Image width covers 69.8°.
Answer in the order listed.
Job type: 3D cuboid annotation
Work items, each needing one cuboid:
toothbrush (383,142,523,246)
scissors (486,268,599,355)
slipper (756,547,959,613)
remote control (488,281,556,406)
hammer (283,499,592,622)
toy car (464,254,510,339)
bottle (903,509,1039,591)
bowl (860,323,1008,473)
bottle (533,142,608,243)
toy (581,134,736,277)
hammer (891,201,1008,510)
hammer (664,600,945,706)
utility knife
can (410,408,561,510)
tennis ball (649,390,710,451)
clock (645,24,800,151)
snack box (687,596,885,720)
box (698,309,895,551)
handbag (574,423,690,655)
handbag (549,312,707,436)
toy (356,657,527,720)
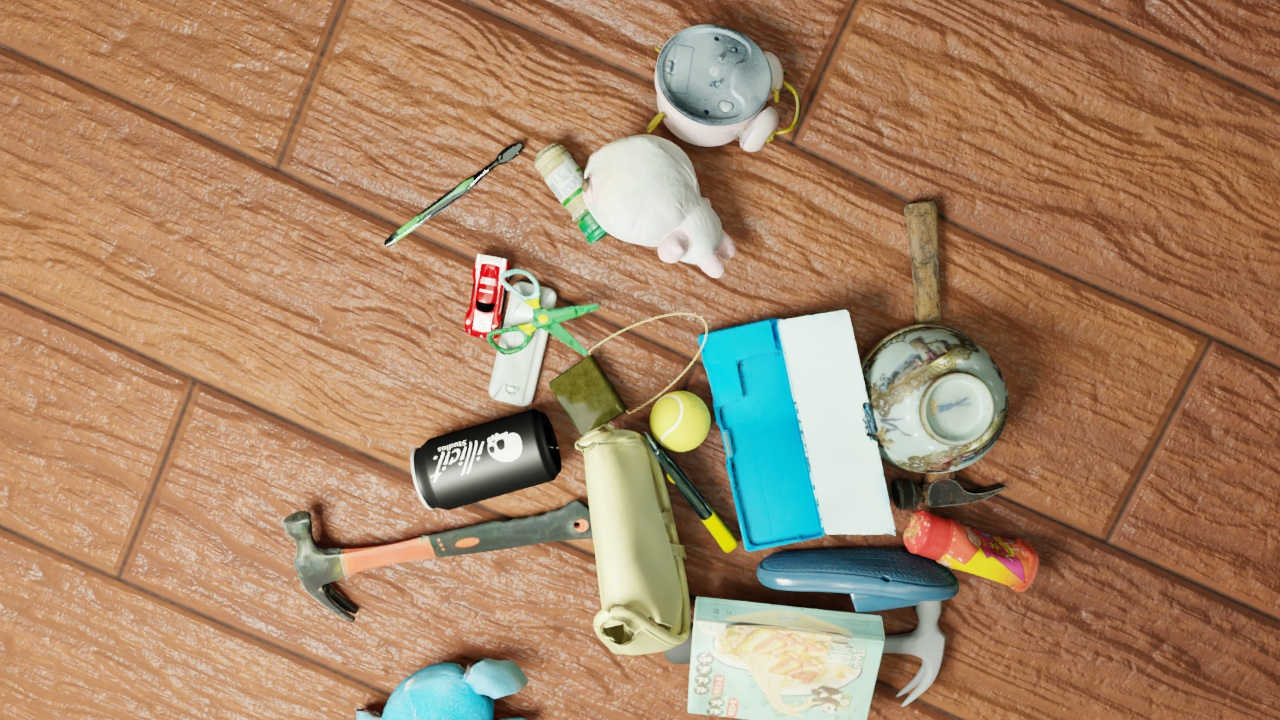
[{"bbox_3d":[-0.202,-0.179,0.994,0.188,0.017,0.014,-34,90,8],"label":"toothbrush"},{"bbox_3d":[-0.106,-0.052,0.980,0.127,0.011,0.123,-14,96,2],"label":"scissors"},{"bbox_3d":[0.232,0.239,0.980,0.214,0.103,0.059,1,97,5],"label":"slipper"},{"bbox_3d":[-0.129,-0.018,1.001,0.050,0.022,0.133,14,96,0],"label":"remote control"},{"bbox_3d":[-0.213,0.204,1.015,0.333,0.033,0.133,-10,107,-1],"label":"hammer"},{"bbox_3d":[-0.166,-0.069,0.996,0.038,0.025,0.089,10,96,0],"label":"toy car"},{"bbox_3d":[0.352,0.202,0.985,0.134,0.071,0.048,18,107,-2],"label":"bottle"},{"bbox_3d":[0.304,0.044,0.929,0.160,0.094,0.160,0,94,-2],"label":"bowl"},{"bbox_3d":[-0.069,-0.178,0.975,0.043,0.042,0.110,-36,92,4],"label":"bottle"},{"bbox_3d":[0.025,-0.157,0.937,0.179,0.138,0.102,41,130,-14],"label":"toy"},{"bbox_3d":[0.323,-0.006,0.990,0.120,0.033,0.330,-6,95,-2],"label":"hammer"},{"bbox_3d":[0.182,0.322,1.025,0.311,0.029,0.125,-2,95,2],"label":"hammer"},{"bbox_3d":[0.053,0.142,0.988,0.020,0.029,0.174,-36,110,0],"label":"utility knife"},{"bbox_3d":[-0.164,0.108,0.986,0.146,0.080,0.080,-16,95,3],"label":"can"},{"bbox_3d":[0.042,0.065,0.984,0.065,0.065,0.065,0,96,1],"label":"tennis ball"},{"bbox_3d":[0.089,-0.273,0.937,0.158,0.059,0.116,8,72,-4],"label":"clock"},{"bbox_3d":[0.150,0.323,0.974,0.193,0.044,0.142,4,121,5],"label":"snack box"},{"bbox_3d":[0.168,0.074,0.982,0.176,0.059,0.243,-11,95,24],"label":"box"},{"bbox_3d":[-0.009,0.185,0.949,0.088,0.191,0.232,-10,77,8],"label":"handbag"},{"bbox_3d":[-0.007,0.006,0.990,0.178,0.027,0.084,-34,87,10],"label":"handbag"},{"bbox_3d":[-0.212,0.423,1.019,0.224,0.098,0.191,-23,106,11],"label":"toy"}]
